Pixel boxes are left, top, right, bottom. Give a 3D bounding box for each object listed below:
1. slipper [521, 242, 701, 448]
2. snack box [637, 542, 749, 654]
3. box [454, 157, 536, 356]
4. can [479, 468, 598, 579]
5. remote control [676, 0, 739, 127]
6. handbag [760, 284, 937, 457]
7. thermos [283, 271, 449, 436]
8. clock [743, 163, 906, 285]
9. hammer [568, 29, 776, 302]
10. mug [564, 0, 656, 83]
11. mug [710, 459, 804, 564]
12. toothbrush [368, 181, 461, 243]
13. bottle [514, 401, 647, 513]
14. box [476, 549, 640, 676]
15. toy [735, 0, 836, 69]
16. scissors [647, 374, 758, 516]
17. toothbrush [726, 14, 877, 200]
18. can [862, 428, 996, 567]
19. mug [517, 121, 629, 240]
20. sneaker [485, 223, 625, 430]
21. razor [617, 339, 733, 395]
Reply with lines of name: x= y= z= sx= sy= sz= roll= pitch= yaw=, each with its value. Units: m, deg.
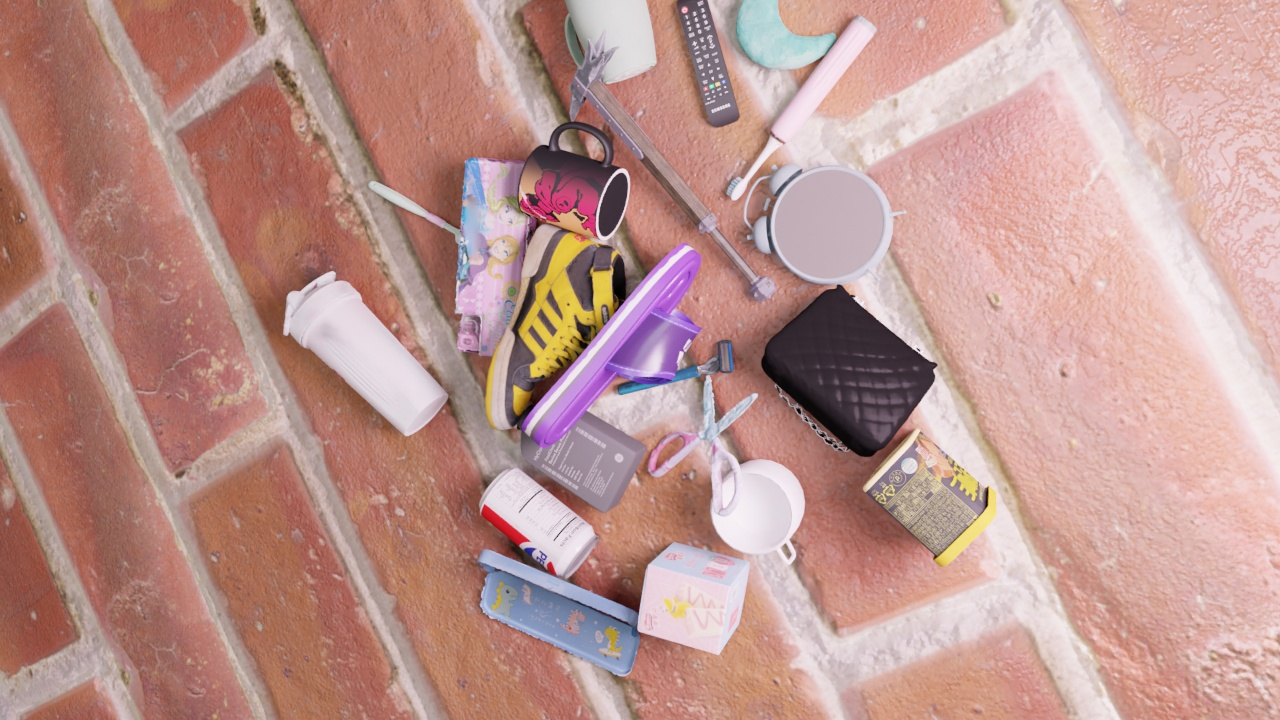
slipper: x=-0.006 y=0.006 z=0.983 sx=0.084 sy=0.107 sz=0.266 roll=43 pitch=93 yaw=11
snack box: x=0.059 y=0.258 z=1.003 sx=0.095 sy=0.092 sz=0.079 roll=12 pitch=99 yaw=18
box: x=-0.172 y=-0.118 z=1.063 sx=0.085 sy=0.070 sz=0.230 roll=7 pitch=97 yaw=19
can: x=-0.119 y=0.189 z=1.072 sx=0.132 sy=0.070 sz=0.070 roll=36 pitch=105 yaw=13
remote control: x=0.073 y=-0.325 z=0.987 sx=0.033 sy=0.015 sz=0.147 roll=-16 pitch=90 yaw=20
handbag: x=0.215 y=0.012 z=0.945 sx=0.153 sy=0.115 sz=0.125 roll=42 pitch=83 yaw=15
thermos: x=-0.338 y=-0.008 z=1.121 sx=0.220 sy=0.099 sz=0.099 roll=44 pitch=107 yaw=6
clock: x=0.184 y=-0.143 z=0.949 sx=0.159 sy=0.045 sz=0.122 roll=22 pitch=101 yaw=15
hammer: x=0.035 y=-0.186 z=0.985 sx=0.028 sy=0.147 sz=0.317 roll=-40 pitch=90 yaw=-24
mug: x=-0.038 y=-0.356 z=0.996 sx=0.111 sy=0.083 sz=0.104 roll=-7 pitch=106 yaw=47
mug: x=0.132 y=0.165 z=0.982 sx=0.094 sy=0.068 sz=0.115 roll=-34 pitch=83 yaw=19
toothbrush: x=-0.272 y=-0.184 z=1.122 sx=0.155 sy=0.015 sz=0.022 roll=30 pitch=73 yaw=15
bottle: x=-0.088 y=0.094 z=1.065 sx=0.174 sy=0.046 sz=0.084 roll=30 pitch=104 yaw=14
box: x=-0.097 y=0.291 z=1.087 sx=0.209 sy=0.043 sz=0.125 roll=19 pitch=132 yaw=17
toy: x=0.144 y=-0.345 z=0.954 sx=0.085 sy=0.033 sz=0.105 roll=-35 pitch=85 yaw=5
scissors: x=0.070 y=0.097 z=0.984 sx=0.171 sy=0.013 sz=0.176 roll=-41 pitch=41 yaw=30
toothbrush: x=0.163 y=-0.258 z=0.955 sx=0.223 sy=0.027 sz=0.026 roll=-51 pitch=45 yaw=16
can: x=0.282 y=0.129 z=0.895 sx=0.101 sy=0.130 sz=0.073 roll=43 pitch=107 yaw=14
mug: x=-0.070 y=-0.202 z=1.007 sx=0.098 sy=0.081 sz=0.118 roll=20 pitch=119 yaw=17
sneaker: x=-0.085 y=-0.027 z=1.019 sx=0.122 sy=0.086 sz=0.238 roll=13 pitch=86 yaw=19
razor: x=0.039 y=0.016 z=1.029 sx=0.144 sy=0.022 sz=0.042 roll=-18 pitch=52 yaw=24
